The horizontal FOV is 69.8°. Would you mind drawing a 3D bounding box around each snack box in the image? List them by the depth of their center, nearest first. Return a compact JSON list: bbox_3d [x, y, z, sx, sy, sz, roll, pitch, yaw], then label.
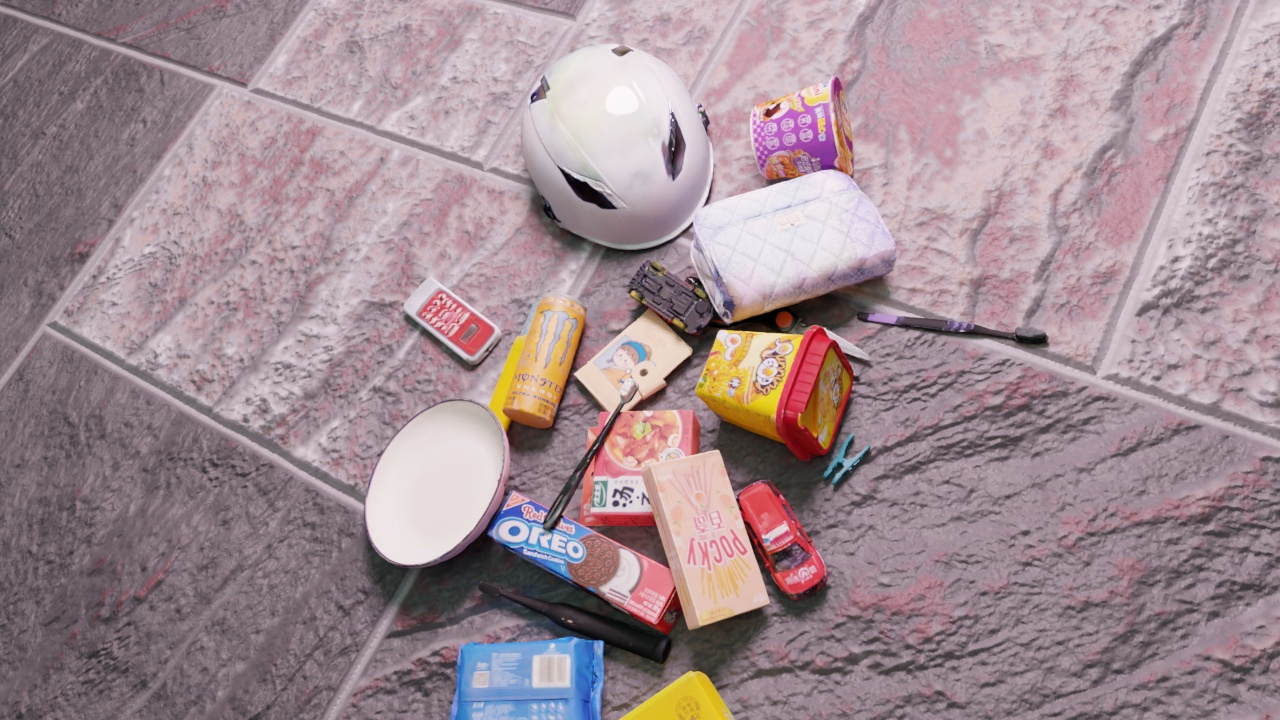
[{"bbox_3d":[0.010,0.400,0.807,0.210,0.070,0.157,-34,62,-1],"label":"snack box"},{"bbox_3d":[0.061,0.168,0.877,0.084,0.026,0.157,-8,72,-32],"label":"snack box"},{"bbox_3d":[-0.054,0.201,0.922,0.208,0.058,0.057,22,72,24],"label":"snack box"},{"bbox_3d":[-0.005,0.112,0.954,0.127,0.044,0.113,-3,66,15],"label":"snack box"}]

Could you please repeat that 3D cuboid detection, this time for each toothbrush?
[{"bbox_3d":[-0.071,0.257,0.920,0.213,0.027,0.026,13,86,22],"label":"toothbrush"},{"bbox_3d":[-0.051,0.094,0.937,0.016,0.018,0.180,23,71,23],"label":"toothbrush"},{"bbox_3d":[0.317,-0.036,0.941,0.189,0.017,0.014,9,70,21],"label":"toothbrush"}]

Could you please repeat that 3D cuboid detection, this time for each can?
[{"bbox_3d":[-0.106,0.000,1.026,0.058,0.058,0.145,9,70,20],"label":"can"}]

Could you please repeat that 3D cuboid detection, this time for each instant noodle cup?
[{"bbox_3d":[0.133,0.026,0.921,0.124,0.116,0.116,13,71,34],"label":"instant noodle cup"},{"bbox_3d":[0.180,-0.254,1.031,0.099,0.111,0.111,-5,65,22],"label":"instant noodle cup"}]

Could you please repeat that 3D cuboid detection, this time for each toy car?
[{"bbox_3d":[0.134,0.172,0.888,0.053,0.045,0.120,-32,64,2],"label":"toy car"},{"bbox_3d":[0.035,-0.067,1.012,0.106,0.031,0.049,34,89,24],"label":"toy car"}]

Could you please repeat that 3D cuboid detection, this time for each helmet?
[{"bbox_3d":[-0.036,-0.268,1.075,0.229,0.146,0.258,-27,62,4],"label":"helmet"}]

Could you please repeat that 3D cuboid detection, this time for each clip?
[{"bbox_3d":[0.204,0.100,0.916,0.040,0.014,0.056,38,80,28],"label":"clip"}]

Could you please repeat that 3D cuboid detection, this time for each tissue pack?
[{"bbox_3d":[-0.110,0.320,0.889,0.157,0.052,0.094,-7,63,13],"label":"tissue pack"}]

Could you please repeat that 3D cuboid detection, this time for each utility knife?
[{"bbox_3d":[-0.143,0.015,1.053,0.033,0.015,0.206,13,74,22],"label":"utility knife"}]

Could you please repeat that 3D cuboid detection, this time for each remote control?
[{"bbox_3d":[-0.228,-0.048,1.105,0.136,0.020,0.056,36,81,26],"label":"remote control"}]

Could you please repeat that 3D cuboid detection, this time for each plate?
[{"bbox_3d":[-0.213,0.134,0.991,0.193,0.039,0.192,-17,54,25],"label":"plate"}]

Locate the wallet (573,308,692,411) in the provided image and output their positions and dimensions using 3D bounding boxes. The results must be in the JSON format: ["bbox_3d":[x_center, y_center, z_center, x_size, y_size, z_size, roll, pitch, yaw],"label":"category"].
[{"bbox_3d":[-0.006,0.006,1.015,0.115,0.024,0.087,-41,57,-5],"label":"wallet"}]

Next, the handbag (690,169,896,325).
[{"bbox_3d":[0.155,-0.122,0.971,0.193,0.076,0.134,-19,63,-8],"label":"handbag"}]

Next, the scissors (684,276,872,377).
[{"bbox_3d":[0.137,-0.037,0.997,0.162,0.021,0.233,-33,67,8],"label":"scissors"}]
